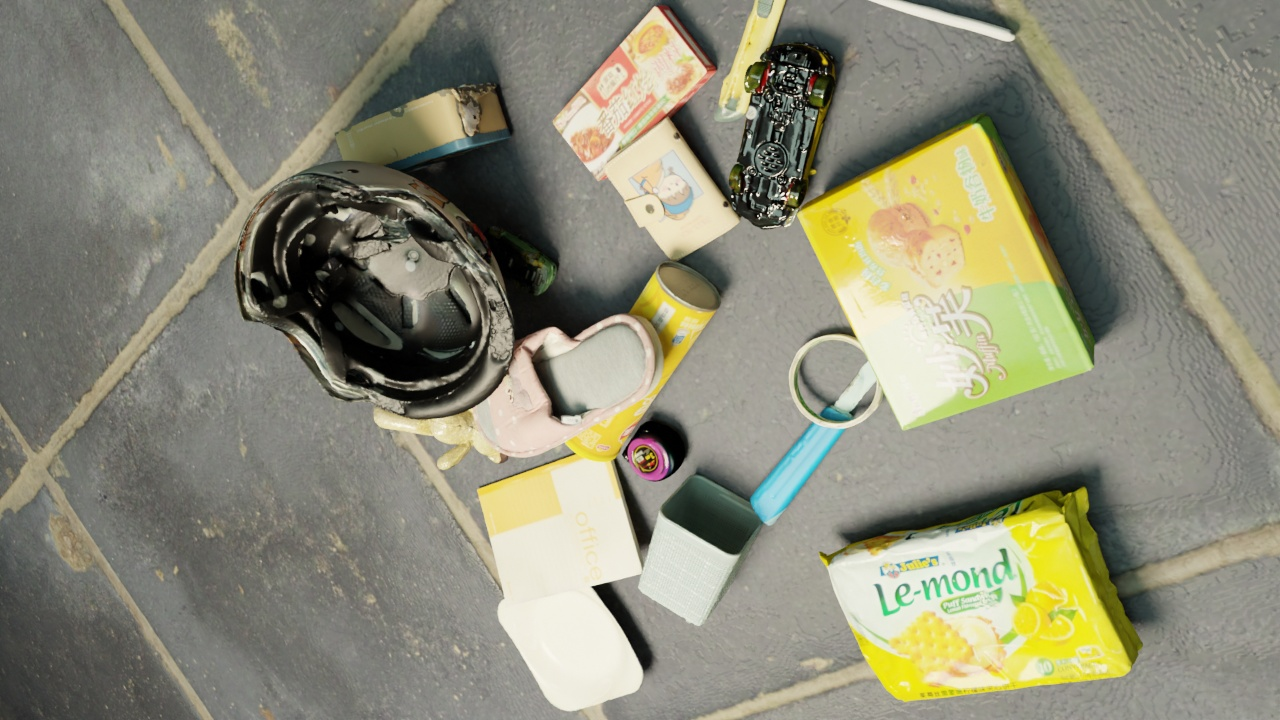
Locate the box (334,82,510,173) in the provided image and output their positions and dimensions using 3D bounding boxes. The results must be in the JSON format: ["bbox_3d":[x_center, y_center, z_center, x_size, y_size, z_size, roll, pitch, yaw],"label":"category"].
[{"bbox_3d":[-0.226,-0.226,0.928,0.185,0.089,0.062,-11,103,34],"label":"box"}]

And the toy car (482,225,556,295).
[{"bbox_3d":[-0.127,-0.104,0.948,0.091,0.036,0.043,34,123,17],"label":"toy car"}]

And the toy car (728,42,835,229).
[{"bbox_3d":[0.118,-0.189,0.779,0.071,0.041,0.156,20,115,22],"label":"toy car"}]

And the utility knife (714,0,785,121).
[{"bbox_3d":[0.106,-0.300,0.763,0.031,0.022,0.216,24,114,12],"label":"utility knife"}]

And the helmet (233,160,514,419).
[{"bbox_3d":[-0.247,-0.083,0.911,0.274,0.156,0.231,36,116,-20],"label":"helmet"}]

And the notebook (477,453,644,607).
[{"bbox_3d":[-0.095,0.190,1.035,0.207,0.010,0.146,-22,80,33],"label":"notebook"}]

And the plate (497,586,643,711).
[{"bbox_3d":[-0.078,0.328,1.085,0.164,0.034,0.164,-30,92,33],"label":"plate"}]

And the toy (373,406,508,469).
[{"bbox_3d":[-0.217,0.067,1.022,0.157,0.066,0.105,16,85,-7],"label":"toy"}]

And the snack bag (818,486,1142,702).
[{"bbox_3d":[0.297,0.211,0.815,0.247,0.068,0.158,-22,97,33],"label":"snack bag"}]

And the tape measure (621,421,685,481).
[{"bbox_3d":[0.017,0.094,0.943,0.058,0.039,0.057,40,122,16],"label":"tape measure"}]

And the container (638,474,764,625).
[{"bbox_3d":[0.059,0.194,0.930,0.090,0.089,0.112,28,123,17],"label":"container"}]

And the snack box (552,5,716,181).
[{"bbox_3d":[-0.008,-0.241,0.838,0.153,0.025,0.075,-38,88,34],"label":"snack box"}]

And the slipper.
[{"bbox_3d":[-0.088,0.027,0.896,0.275,0.054,0.114,-21,78,42],"label":"slipper"}]

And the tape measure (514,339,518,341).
[{"bbox_3d":[-0.133,0.012,0.997,0.066,0.033,0.066,-14,103,30],"label":"tape measure"}]

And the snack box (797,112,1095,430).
[{"bbox_3d":[0.245,-0.067,0.738,0.158,0.069,0.210,-24,95,32],"label":"snack box"}]

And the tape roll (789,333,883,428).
[{"bbox_3d":[0.177,0.019,0.831,0.086,0.013,0.086,4,98,27],"label":"tape roll"}]

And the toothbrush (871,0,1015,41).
[{"bbox_3d":[0.204,-0.280,0.714,0.180,0.016,0.016,26,113,19],"label":"toothbrush"}]

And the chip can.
[{"bbox_3d":[-0.005,0.005,0.902,0.072,0.071,0.214,40,122,10],"label":"chip can"}]

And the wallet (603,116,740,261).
[{"bbox_3d":[0.026,-0.153,0.844,0.087,0.024,0.115,-29,108,32],"label":"wallet"}]

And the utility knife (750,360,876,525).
[{"bbox_3d":[0.170,0.072,0.862,0.034,0.018,0.219,40,118,15],"label":"utility knife"}]
